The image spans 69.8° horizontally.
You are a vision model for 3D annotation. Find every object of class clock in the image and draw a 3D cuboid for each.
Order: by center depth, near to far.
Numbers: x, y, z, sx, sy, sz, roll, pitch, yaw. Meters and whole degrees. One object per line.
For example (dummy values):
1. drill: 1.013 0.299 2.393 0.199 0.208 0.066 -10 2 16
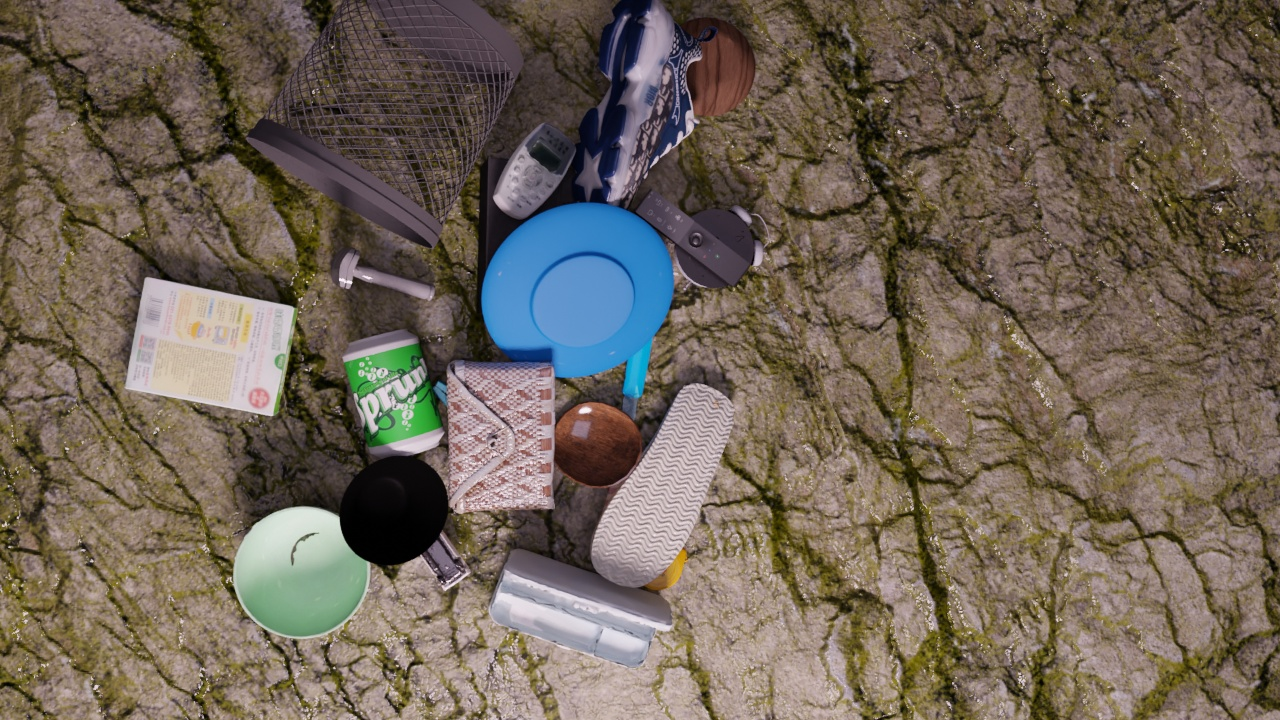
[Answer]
1. clock: 0.098 -0.140 1.119 0.122 0.035 0.094 -24 95 -5

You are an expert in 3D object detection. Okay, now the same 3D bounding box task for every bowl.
1. bowl: -0.287 0.165 1.045 0.123 0.053 0.124 -4 97 -33
2. bowl: -0.384 0.237 1.064 0.151 0.077 0.151 0 92 -6
3. bowl: -0.051 0.104 1.108 0.114 0.026 0.102 26 78 19
4. bowl: 0.084 -0.359 1.109 0.119 0.032 0.119 0 92 -6

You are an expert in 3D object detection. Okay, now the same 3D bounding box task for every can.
1. can: -0.285 0.039 1.061 0.088 0.088 0.140 -15 94 -5

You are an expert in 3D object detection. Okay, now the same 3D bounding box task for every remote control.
1. remote control: -0.121 -0.212 1.033 0.060 0.028 0.114 39 72 -21
2. remote control: 0.062 -0.145 1.089 0.150 0.013 0.034 37 88 -6

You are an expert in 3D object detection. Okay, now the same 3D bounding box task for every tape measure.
1. tape measure: 0.022 0.252 1.130 0.068 0.030 0.059 16 90 0

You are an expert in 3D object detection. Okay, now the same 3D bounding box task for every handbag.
1. handbag: -0.162 0.091 1.068 0.124 0.047 0.186 -1 104 -10
2. handbag: -0.091 -0.140 1.096 0.195 0.072 0.176 1 92 -17

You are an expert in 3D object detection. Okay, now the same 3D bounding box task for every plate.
1. plate: -0.066 -0.070 1.043 0.224 0.024 0.225 -8 124 -13

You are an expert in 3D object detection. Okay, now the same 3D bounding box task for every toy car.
1. toy car: -0.249 0.217 1.095 0.039 0.039 0.113 -35 90 -4

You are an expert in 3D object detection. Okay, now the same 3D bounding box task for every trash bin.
1. trash bin: -0.264 -0.275 0.991 0.217 0.218 0.227 29 85 -6

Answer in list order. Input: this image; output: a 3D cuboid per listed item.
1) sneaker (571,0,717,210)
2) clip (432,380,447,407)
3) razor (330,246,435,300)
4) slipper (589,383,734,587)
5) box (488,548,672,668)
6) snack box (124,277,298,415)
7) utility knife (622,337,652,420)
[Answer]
1. sneaker: 0.011 -0.272 1.053 0.132 0.103 0.269 10 96 -35
2. clip: -0.183 0.067 1.104 0.120 0.033 0.122 -17 95 -2
3. razor: -0.297 -0.095 1.069 0.116 0.088 0.047 16 90 -26
4. slipper: 0.025 0.149 1.116 0.115 0.052 0.262 30 78 0
5. box: -0.077 0.306 1.089 0.210 0.129 0.105 19 91 -1
6. snack box: -0.497 -0.016 1.066 0.168 0.027 0.132 12 92 -7
7. utility knife: -0.007 0.007 1.124 0.031 0.015 0.220 10 88 -3
